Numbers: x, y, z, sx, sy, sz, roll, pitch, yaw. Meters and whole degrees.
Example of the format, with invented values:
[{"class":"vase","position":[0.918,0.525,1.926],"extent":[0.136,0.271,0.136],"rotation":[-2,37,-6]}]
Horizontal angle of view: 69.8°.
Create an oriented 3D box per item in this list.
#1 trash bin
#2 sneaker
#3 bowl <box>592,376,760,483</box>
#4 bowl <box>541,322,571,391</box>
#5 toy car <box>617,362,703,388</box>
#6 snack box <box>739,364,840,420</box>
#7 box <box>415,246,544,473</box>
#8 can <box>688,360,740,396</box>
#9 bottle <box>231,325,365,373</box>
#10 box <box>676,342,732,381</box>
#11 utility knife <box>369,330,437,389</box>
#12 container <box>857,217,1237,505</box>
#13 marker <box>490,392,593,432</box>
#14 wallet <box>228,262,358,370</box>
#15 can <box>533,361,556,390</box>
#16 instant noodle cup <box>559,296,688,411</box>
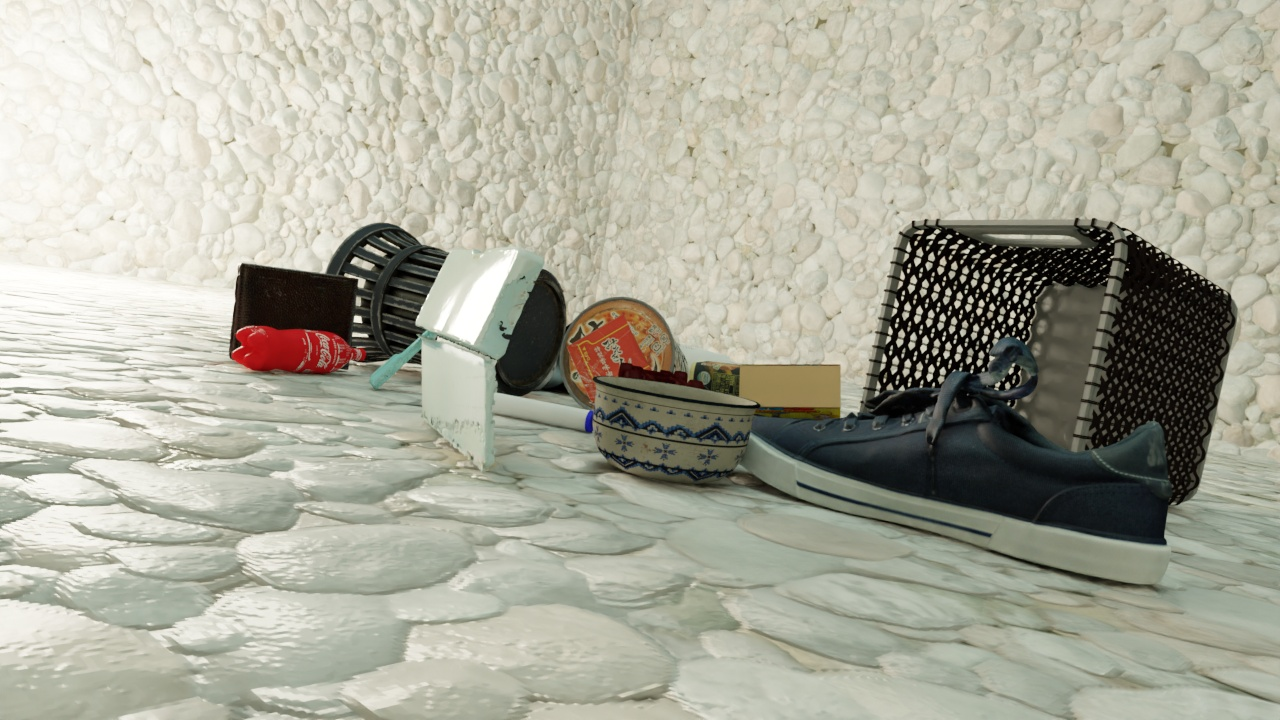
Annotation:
[{"class":"trash bin","position":[-0.209,-0.052,1.013],"extent":[0.228,0.164,0.164],"rotation":[15,5,28]},{"class":"sneaker","position":[0.186,0.046,0.600],"extent":[0.295,0.127,0.120],"rotation":[9,1,40]},{"class":"bowl","position":[0.020,0.049,0.629],"extent":[0.115,0.059,0.115],"rotation":[9,3,-1]},{"class":"bowl","position":[-0.068,0.002,1.129],"extent":[0.052,0.124,0.124],"rotation":[45,-16,-28]},{"class":"toy car","position":[0.010,0.039,0.786],"extent":[0.070,0.062,0.170],"rotation":[9,3,-5]},{"class":"snack box","position":[0.143,0.041,0.866],"extent":[0.088,0.040,0.126],"rotation":[0,-17,12]},{"class":"box","position":[-0.119,-0.011,0.611],"extent":[0.043,0.136,0.197],"rotation":[14,1,-23]},{"class":"can","position":[0.112,0.039,1.042],"extent":[0.101,0.072,0.130],"rotation":[7,2,11]},{"class":"bottle","position":[-0.324,-0.009,0.886],"extent":[0.042,0.042,0.141],"rotation":[11,3,31]},{"class":"box","position":[0.032,0.019,1.166],"extent":[0.161,0.092,0.081],"rotation":[16,5,-4]},{"class":"utility knife","position":[-0.197,-0.032,0.882],"extent":[0.015,0.168,0.022],"rotation":[49,-24,-14]},{"class":"container","position":[0.412,0.007,0.928],"extent":[0.243,0.245,0.248],"rotation":[11,1,-33]},{"class":"marker","position":[-0.108,0.040,0.806],"extent":[0.142,0.020,0.020],"rotation":[10,3,15]},{"class":"wallet","position":[-0.349,-0.043,0.930],"extent":[0.119,0.099,0.031],"rotation":[7,-3,-36]},{"class":"can","position":[-0.160,-0.004,1.099],"extent":[0.114,0.063,0.063],"rotation":[11,3,33]},{"class":"instant noodle cup","position":[-0.006,0.006,0.980],"extent":[0.124,0.123,0.121],"rotation":[10,-6,20]}]
